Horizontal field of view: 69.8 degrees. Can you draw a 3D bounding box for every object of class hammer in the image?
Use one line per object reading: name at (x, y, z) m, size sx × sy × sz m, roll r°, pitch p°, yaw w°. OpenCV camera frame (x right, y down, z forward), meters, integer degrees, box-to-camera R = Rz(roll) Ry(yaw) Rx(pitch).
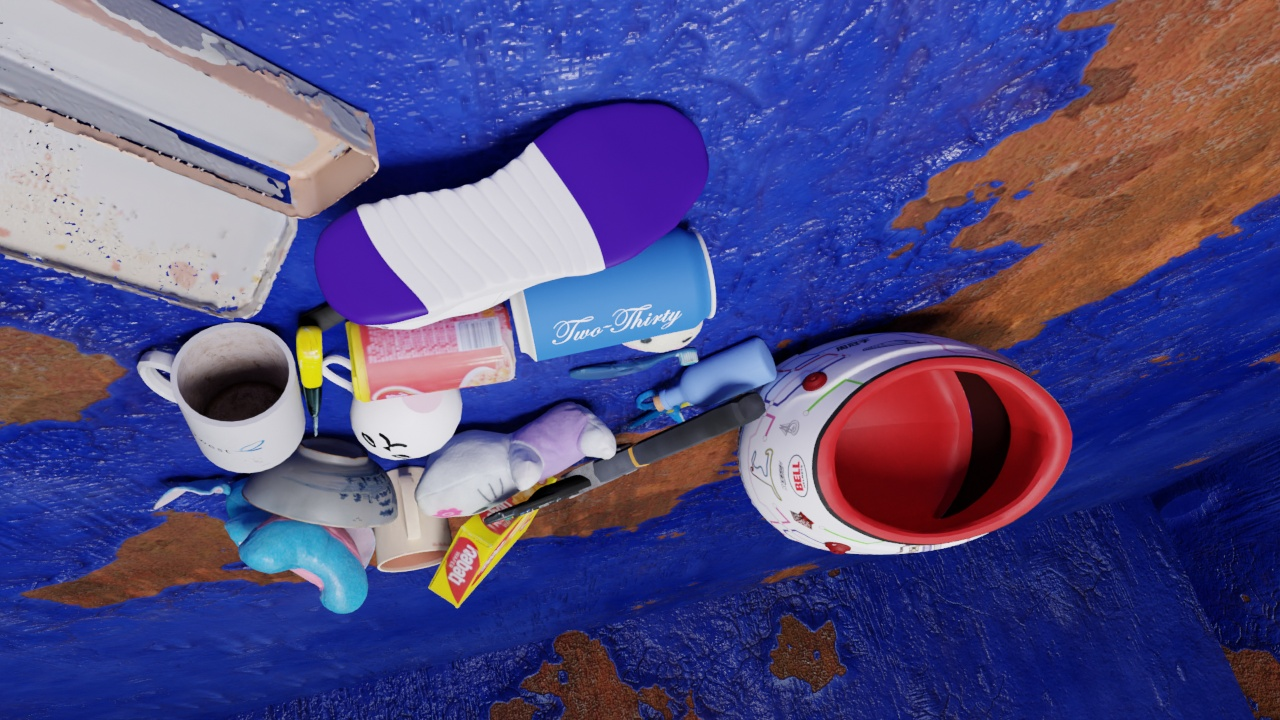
hammer at (0.023, 0.093, 1.012) m, size 0.139 × 0.035 × 0.314 m, roll -20°, pitch 174°, yaw -41°

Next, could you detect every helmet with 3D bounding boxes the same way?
helmet at (0.257, 0.085, 0.982) m, size 0.314 × 0.231 × 0.236 m, roll -9°, pitch -176°, yaw -3°

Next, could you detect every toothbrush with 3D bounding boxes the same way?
toothbrush at (-0.005, 0.005, 0.911) m, size 0.132 × 0.016 × 0.021 m, roll -11°, pitch 155°, yaw -12°

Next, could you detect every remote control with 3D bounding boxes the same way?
remote control at (-0.106, 0.145, 0.961) m, size 0.046 × 0.021 × 0.140 m, roll -23°, pitch 175°, yaw 28°

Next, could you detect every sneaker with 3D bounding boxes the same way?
sneaker at (-0.075, -0.080, 0.578) m, size 0.244 × 0.092 × 0.111 m, roll -21°, pitch 180°, yaw -11°

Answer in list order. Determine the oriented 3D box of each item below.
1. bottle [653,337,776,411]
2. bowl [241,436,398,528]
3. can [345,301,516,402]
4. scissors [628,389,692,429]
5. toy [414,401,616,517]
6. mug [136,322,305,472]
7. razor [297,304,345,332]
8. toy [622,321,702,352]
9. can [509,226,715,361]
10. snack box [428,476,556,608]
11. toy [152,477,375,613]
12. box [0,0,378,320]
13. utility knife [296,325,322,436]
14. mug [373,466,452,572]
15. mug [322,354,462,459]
bottle at (0.073, 0.022, 0.956) m, size 0.131 × 0.048 × 0.048 m, roll -24°, pitch 156°, yaw 21°
bowl at (-0.300, 0.109, 0.883) m, size 0.151 × 0.057 × 0.150 m, roll 14°, pitch -176°, yaw -1°
can at (-0.162, -0.008, 0.715) m, size 0.124 × 0.066 × 0.067 m, roll -9°, pitch 157°, yaw -15°
scissors at (0.038, 0.051, 1.055) m, size 0.131 × 0.014 × 0.125 m, roll -16°, pitch 157°, yaw 10°
toy at (-0.134, 0.102, 0.962) m, size 0.209 × 0.085 × 0.138 m, roll -18°, pitch 180°, yaw -10°
mug at (-0.320, 0.025, 0.696) m, size 0.119 × 0.083 × 0.097 m, roll 18°, pitch 151°, yaw -6°
razor at (-0.195, -0.050, 0.662) m, size 0.144 × 0.021 × 0.044 m, roll -23°, pitch 156°, yaw 25°
toy at (0.012, -0.032, 0.800) m, size 0.087 × 0.050 × 0.113 m, roll 0°, pitch 148°, yaw -32°
can at (-0.024, -0.051, 0.686) m, size 0.146 × 0.079 × 0.079 m, roll -12°, pitch 158°, yaw -7°
snack box at (-0.166, 0.194, 1.055) m, size 0.092 × 0.042 × 0.200 m, roll -59°, pitch 175°, yaw 20°
toy at (-0.357, 0.170, 0.915) m, size 0.224 × 0.099 × 0.191 m, roll 31°, pitch 177°, yaw -33°
box at (-0.251, -0.102, 0.448) m, size 0.157 × 0.071 × 0.216 m, roll -52°, pitch 146°, yaw 13°
utility knife at (-0.270, 0.025, 0.756) m, size 0.020 × 0.028 × 0.234 m, roll 0°, pitch 160°, yaw -18°
mug at (-0.259, 0.172, 1.030) m, size 0.085 × 0.104 × 0.112 m, roll -8°, pitch 156°, yaw -17°
mug at (-0.210, 0.029, 0.767) m, size 0.124 × 0.090 × 0.076 m, roll 32°, pitch 147°, yaw -18°
